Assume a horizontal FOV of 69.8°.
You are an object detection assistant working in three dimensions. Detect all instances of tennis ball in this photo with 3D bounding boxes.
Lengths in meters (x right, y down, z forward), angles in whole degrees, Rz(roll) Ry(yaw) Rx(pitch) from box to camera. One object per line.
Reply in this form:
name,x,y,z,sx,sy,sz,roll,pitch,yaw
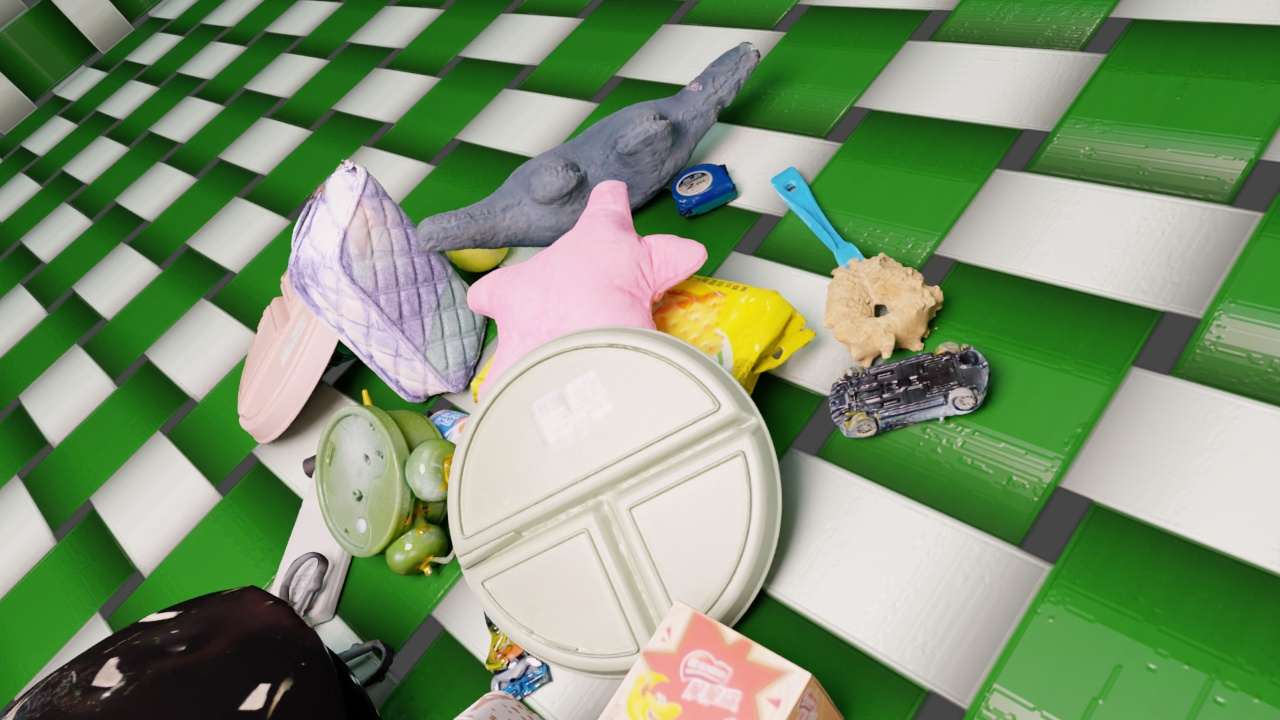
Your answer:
tennis ball,-0.164,-0.121,0.916,0.065,0.065,0.065,-16,46,17

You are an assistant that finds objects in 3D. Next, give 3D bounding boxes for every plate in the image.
plate,-0.025,0.088,0.592,0.230,0.027,0.230,-2,82,16
plate,-0.338,-0.031,0.898,0.230,0.028,0.229,-33,44,38

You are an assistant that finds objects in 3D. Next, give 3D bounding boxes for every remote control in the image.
remote control,-0.263,0.149,0.766,0.058,0.021,0.149,-8,49,17

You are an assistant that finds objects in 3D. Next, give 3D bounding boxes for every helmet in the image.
helmet,-0.268,0.266,0.516,0.234,0.230,0.274,-3,12,29

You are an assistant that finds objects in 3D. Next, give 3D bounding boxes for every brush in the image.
brush,0.155,-0.086,0.722,0.083,0.046,0.254,-30,39,9

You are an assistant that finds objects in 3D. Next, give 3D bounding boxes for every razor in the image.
razor,-0.103,0.175,0.648,0.042,0.022,0.142,-30,43,0

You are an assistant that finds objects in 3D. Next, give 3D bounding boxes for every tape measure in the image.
tape measure,0.057,-0.157,0.847,0.058,0.025,0.054,-23,42,5

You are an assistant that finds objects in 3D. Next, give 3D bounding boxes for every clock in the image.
clock,-0.188,0.098,0.707,0.161,0.056,0.116,30,111,36

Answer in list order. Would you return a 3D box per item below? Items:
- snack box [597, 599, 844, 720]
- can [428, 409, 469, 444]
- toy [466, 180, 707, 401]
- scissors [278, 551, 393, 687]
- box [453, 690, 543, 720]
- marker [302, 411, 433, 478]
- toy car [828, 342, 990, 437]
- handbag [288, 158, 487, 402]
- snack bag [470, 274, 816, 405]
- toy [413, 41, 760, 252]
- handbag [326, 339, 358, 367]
snack box,0.042,0.202,0.497,0.093,0.077,0.094,19,63,41
can,-0.112,0.077,0.717,0.135,0.053,0.053,12,59,38
toy,-0.044,-0.035,0.667,0.194,0.074,0.178,-39,54,-3
scissors,-0.262,0.232,0.684,0.159,0.014,0.176,9,69,23
box,-0.086,0.312,0.414,0.178,0.088,0.262,34,81,10
marker,-0.242,0.077,0.821,0.132,0.020,0.022,-21,68,12
toy car,0.179,0.022,0.610,0.106,0.031,0.048,-16,46,19
handbag,-0.217,-0.062,0.801,0.076,0.194,0.134,-13,46,22
snack bag,-0.004,0.004,0.708,0.247,0.068,0.157,15,60,39
toy,-0.039,-0.178,0.849,0.356,0.138,0.091,-32,78,-8
handbag,-0.286,-0.062,0.942,0.120,0.068,0.131,-32,44,18
